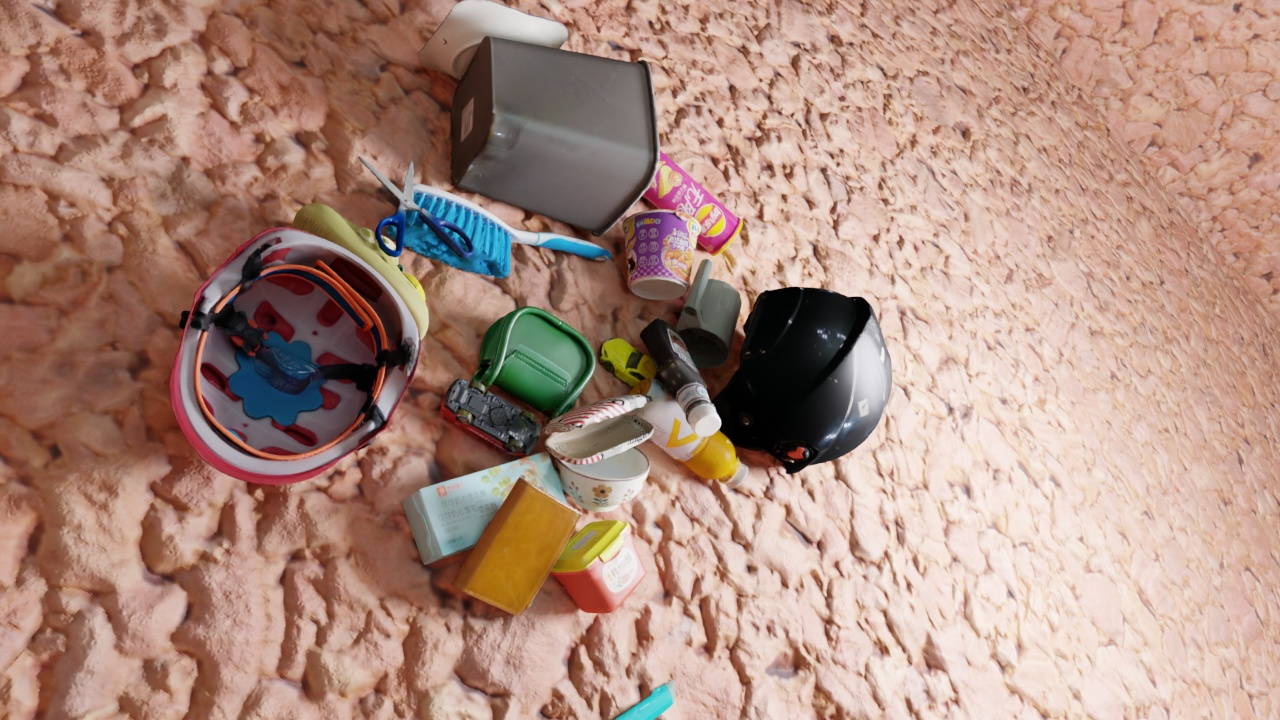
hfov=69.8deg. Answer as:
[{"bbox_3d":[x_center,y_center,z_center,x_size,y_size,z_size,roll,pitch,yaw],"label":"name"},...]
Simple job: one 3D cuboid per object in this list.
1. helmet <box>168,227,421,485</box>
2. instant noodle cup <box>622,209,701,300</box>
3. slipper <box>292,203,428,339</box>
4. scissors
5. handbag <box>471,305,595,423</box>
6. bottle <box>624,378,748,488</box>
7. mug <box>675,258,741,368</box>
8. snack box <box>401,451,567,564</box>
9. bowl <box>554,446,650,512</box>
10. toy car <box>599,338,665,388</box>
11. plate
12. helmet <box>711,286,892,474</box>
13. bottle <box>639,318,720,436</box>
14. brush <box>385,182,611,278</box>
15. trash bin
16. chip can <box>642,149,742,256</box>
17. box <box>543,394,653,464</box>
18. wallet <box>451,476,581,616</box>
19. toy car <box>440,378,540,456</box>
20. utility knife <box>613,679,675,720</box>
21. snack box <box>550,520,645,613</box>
[{"bbox_3d":[-0.342,0.009,0.890,0.207,0.144,0.239,37,65,-18],"label":"helmet"},{"bbox_3d":[0.026,-0.143,1.279,0.111,0.112,0.099,16,68,-31],"label":"instant noodle cup"},{"bbox_3d":[-0.297,-0.104,1.016,0.190,0.092,0.081,47,46,-5],"label":"slipper"},{"bbox_3d":[-0.260,-0.168,1.042,0.162,0.012,0.175,30,38,-17],"label":"scissors"},{"bbox_3d":[-0.127,0.008,1.104,0.131,0.068,0.120,31,58,-23],"label":"handbag"},{"bbox_3d":[0.063,0.101,1.206,0.189,0.068,0.067,39,50,-16],"label":"bottle"},{"bbox_3d":[0.091,-0.067,1.285,0.124,0.084,0.103,73,29,-44],"label":"mug"},{"bbox_3d":[-0.168,0.159,1.009,0.174,0.052,0.074,-14,78,-42],"label":"snack box"},{"bbox_3d":[-0.048,0.140,1.091,0.113,0.113,0.062,-9,116,-40],"label":"bowl"},{"bbox_3d":[-0.007,0.007,1.223,0.105,0.032,0.048,35,51,-17],"label":"toy car"},{"bbox_3d":[-0.190,-0.397,1.192,0.163,0.165,0.034,3,72,-36],"label":"plate"},{"bbox_3d":[0.233,0.027,1.268,0.275,0.231,0.232,64,34,-30],"label":"helmet"},{"bbox_3d":[0.054,0.023,1.174,0.080,0.044,0.194,39,16,-36],"label":"bottle"},{"bbox_3d":[-0.166,-0.150,1.167,0.314,0.061,0.109,21,53,-32],"label":"brush"},{"bbox_3d":[-0.118,-0.293,1.189,0.219,0.199,0.198,7,65,-28],"label":"trash bin"},{"bbox_3d":[0.054,-0.249,1.370,0.210,0.072,0.071,38,50,-17],"label":"chip can"},{"bbox_3d":[-0.048,0.088,1.090,0.163,0.075,0.081,-20,101,-52],"label":"box"},{"bbox_3d":[-0.123,0.205,0.984,0.119,0.035,0.130,41,77,-44],"label":"wallet"},{"bbox_3d":[-0.173,0.068,1.055,0.120,0.045,0.052,32,54,-15],"label":"toy car"},{"bbox_3d":[-0.034,0.413,1.013,0.220,0.013,0.029,-16,81,-44],"label":"utility knife"},{"bbox_3d":[-0.047,0.238,1.052,0.091,0.082,0.080,-40,108,-42],"label":"snack box"}]
